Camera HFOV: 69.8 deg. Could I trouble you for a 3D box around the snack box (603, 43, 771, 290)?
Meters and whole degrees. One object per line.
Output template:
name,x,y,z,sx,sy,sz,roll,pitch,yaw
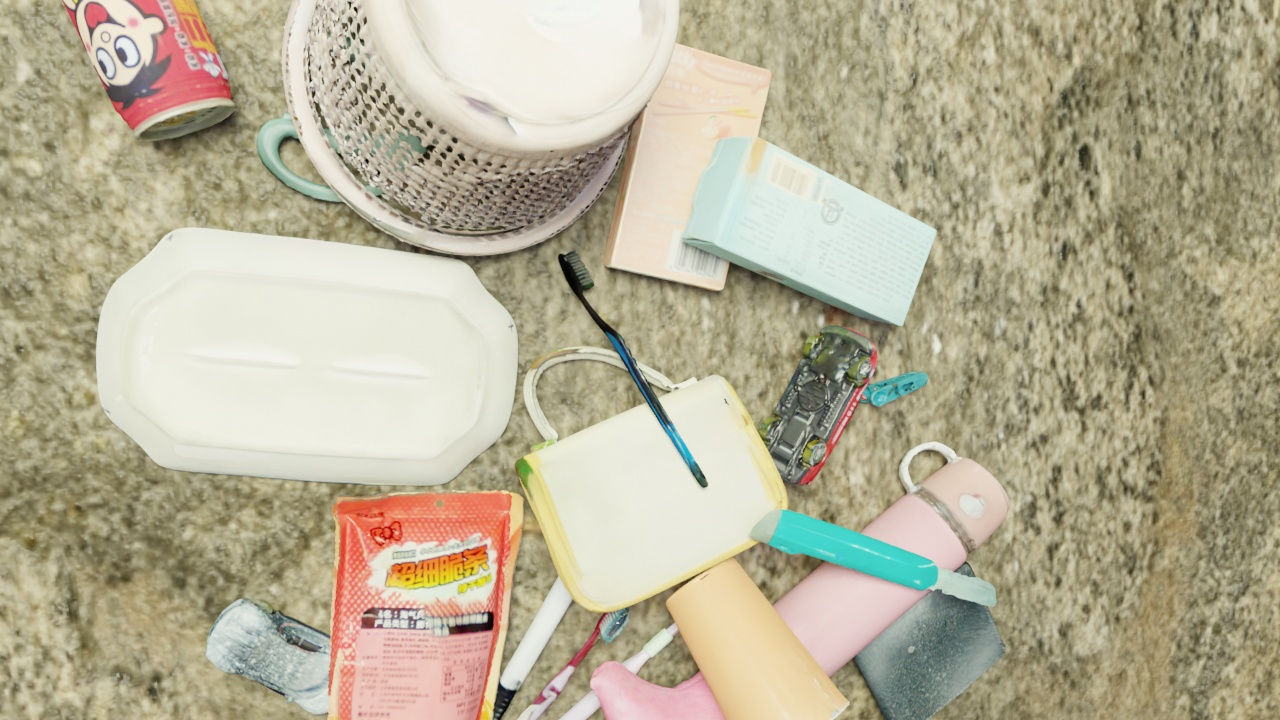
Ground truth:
snack box,0.032,-0.133,0.639,0.084,0.026,0.157,12,94,-14

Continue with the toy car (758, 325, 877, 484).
toy car,0.130,0.033,0.668,0.045,0.053,0.120,23,96,-53

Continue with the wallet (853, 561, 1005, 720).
wallet,0.228,0.227,0.722,0.120,0.019,0.097,-33,110,-13

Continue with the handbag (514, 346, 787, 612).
handbag,-0.004,0.066,0.643,0.163,0.063,0.178,-23,84,-13

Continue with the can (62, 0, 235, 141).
can,-0.288,-0.184,0.540,0.066,0.066,0.094,-23,101,-10

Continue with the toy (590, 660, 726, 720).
toy,0.036,0.277,0.661,0.194,0.075,0.178,37,76,-22

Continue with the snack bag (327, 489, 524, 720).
snack bag,-0.148,0.191,0.616,0.128,0.073,0.208,5,90,-28

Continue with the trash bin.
trash bin,-0.080,-0.178,0.512,0.227,0.192,0.227,-1,93,-20

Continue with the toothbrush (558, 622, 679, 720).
toothbrush,-0.019,0.241,0.675,0.189,0.029,0.021,-39,61,-5

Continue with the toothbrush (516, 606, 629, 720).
toothbrush,-0.065,0.242,0.648,0.016,0.017,0.188,34,99,-26

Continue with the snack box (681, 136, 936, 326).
snack box,0.119,-0.087,0.635,0.174,0.052,0.074,19,92,-27

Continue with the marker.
marker,-0.079,0.203,0.657,0.022,0.018,0.130,30,89,-5

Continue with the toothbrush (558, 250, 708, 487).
toothbrush,-0.004,0.004,0.623,0.016,0.014,0.189,-29,80,-22

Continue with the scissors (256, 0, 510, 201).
scissors,-0.167,-0.148,0.598,0.177,0.019,0.169,35,87,-17

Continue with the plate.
plate,-0.211,0.003,0.595,0.265,0.034,0.162,7,95,-14

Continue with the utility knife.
utility knife,0.168,0.140,0.639,0.209,0.013,0.029,21,89,-18

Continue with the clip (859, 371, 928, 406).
clip,0.192,0.021,0.698,0.057,0.048,0.014,-17,99,-15

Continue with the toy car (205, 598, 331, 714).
toy car,-0.236,0.200,0.614,0.105,0.031,0.049,32,90,-16

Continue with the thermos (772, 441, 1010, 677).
thermos,0.180,0.146,0.689,0.198,0.067,0.087,-40,80,-5

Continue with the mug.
mug,0.074,0.202,0.626,0.078,0.078,0.122,-32,71,-8
